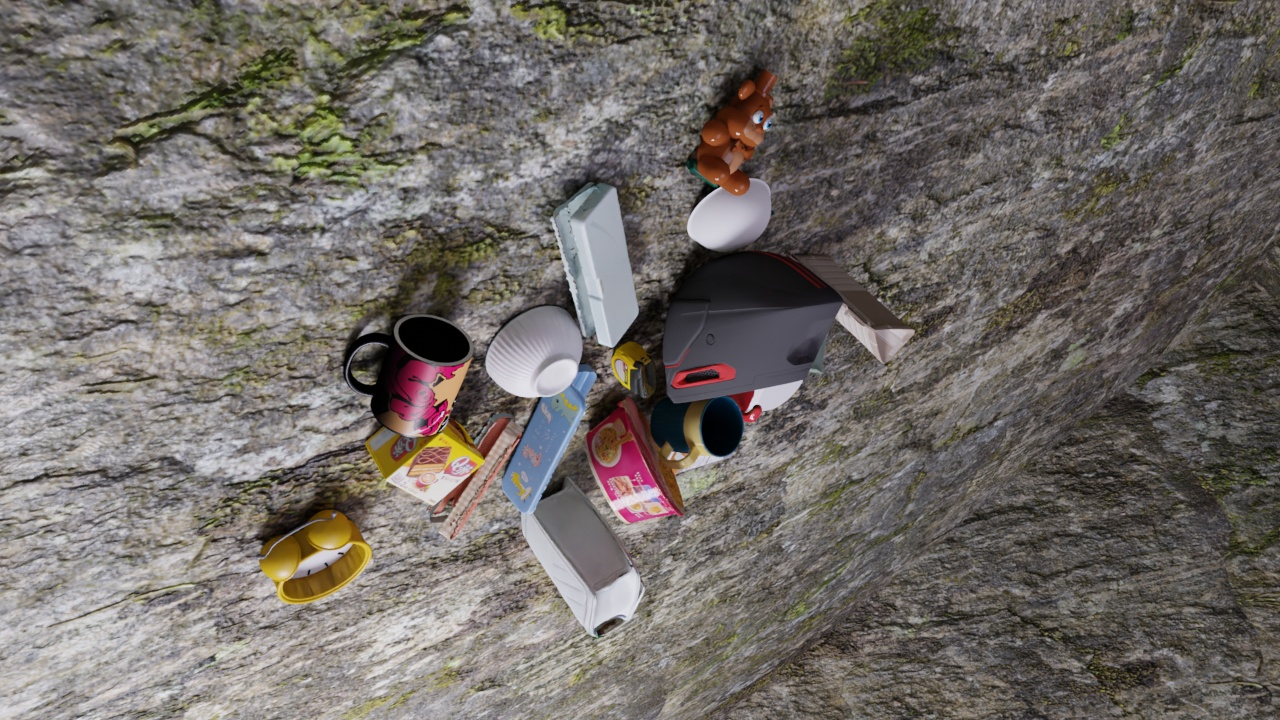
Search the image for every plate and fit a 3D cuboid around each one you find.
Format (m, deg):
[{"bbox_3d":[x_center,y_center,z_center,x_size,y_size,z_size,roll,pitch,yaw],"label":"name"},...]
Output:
[{"bbox_3d":[0.214,0.033,1.464,0.173,0.036,0.174,-27,146,-21],"label":"plate"}]

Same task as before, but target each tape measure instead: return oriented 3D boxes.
[{"bbox_3d":[-0.007,0.007,1.174,0.037,0.064,0.066,-34,140,-25],"label":"tape measure"}]

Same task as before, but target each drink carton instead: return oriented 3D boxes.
[{"bbox_3d":[0.096,0.129,1.446,0.124,0.048,0.076,-11,138,-39],"label":"drink carton"}]

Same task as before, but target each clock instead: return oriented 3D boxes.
[{"bbox_3d":[-0.378,0.227,1.067,0.113,0.052,0.152,-30,151,-17],"label":"clock"}]

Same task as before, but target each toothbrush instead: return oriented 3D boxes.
[{"bbox_3d":[0.110,-0.201,1.085,0.017,0.016,0.189,-34,152,24],"label":"toothbrush"}]

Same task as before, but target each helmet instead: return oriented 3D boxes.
[{"bbox_3d":[0.126,-0.048,1.131,0.265,0.170,0.163,-11,179,43],"label":"helmet"}]

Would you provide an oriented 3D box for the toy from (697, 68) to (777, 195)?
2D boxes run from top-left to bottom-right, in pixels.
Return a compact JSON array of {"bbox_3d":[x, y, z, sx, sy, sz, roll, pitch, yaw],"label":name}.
[{"bbox_3d":[0.111,-0.248,0.990,0.094,0.065,0.128,7,120,-58],"label":"toy"}]

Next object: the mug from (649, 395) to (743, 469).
[{"bbox_3d":[0.067,0.099,1.253,0.083,0.107,0.113,52,59,-29],"label":"mug"}]

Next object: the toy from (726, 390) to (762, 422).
[{"bbox_3d":[0.110,0.050,1.299,0.088,0.133,0.094,-54,138,2],"label":"toy"}]

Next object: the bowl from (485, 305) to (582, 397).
[{"bbox_3d":[-0.112,0.001,1.056,0.118,0.062,0.118,-27,146,-21],"label":"bowl"}]

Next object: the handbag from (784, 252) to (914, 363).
[{"bbox_3d":[0.255,-0.093,1.227,0.062,0.175,0.197,-50,145,14],"label":"handbag"}]

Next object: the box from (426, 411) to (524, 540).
[{"bbox_3d":[-0.211,0.140,1.160,0.188,0.062,0.058,-54,171,17],"label":"box"}]

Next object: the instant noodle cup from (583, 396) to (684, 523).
[{"bbox_3d":[-0.013,0.146,1.255,0.078,0.178,0.178,-26,149,7],"label":"instant noodle cup"}]

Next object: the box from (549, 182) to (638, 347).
[{"bbox_3d":[-0.042,-0.103,1.006,0.083,0.066,0.199,-33,143,-16],"label":"box"}]

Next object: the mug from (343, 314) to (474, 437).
[{"bbox_3d":[-0.240,0.012,0.932,0.118,0.081,0.098,14,124,-21],"label":"mug"}]

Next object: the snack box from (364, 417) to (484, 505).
[{"bbox_3d":[-0.243,0.105,1.046,0.083,0.061,0.106,-40,149,-1],"label":"snack box"}]

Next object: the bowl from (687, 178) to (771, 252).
[{"bbox_3d":[0.115,-0.162,1.092,0.110,0.040,0.110,-20,152,-11],"label":"bowl"}]

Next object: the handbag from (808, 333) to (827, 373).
[{"bbox_3d":[0.203,-0.025,1.325,0.121,0.106,0.067,12,86,-53],"label":"handbag"}]

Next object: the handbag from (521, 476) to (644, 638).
[{"bbox_3d":[-0.084,0.279,1.300,0.096,0.198,0.142,-25,146,-26],"label":"handbag"}]

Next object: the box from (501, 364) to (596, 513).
[{"bbox_3d":[-0.108,0.101,1.182,0.073,0.078,0.210,-9,138,-45],"label":"box"}]
